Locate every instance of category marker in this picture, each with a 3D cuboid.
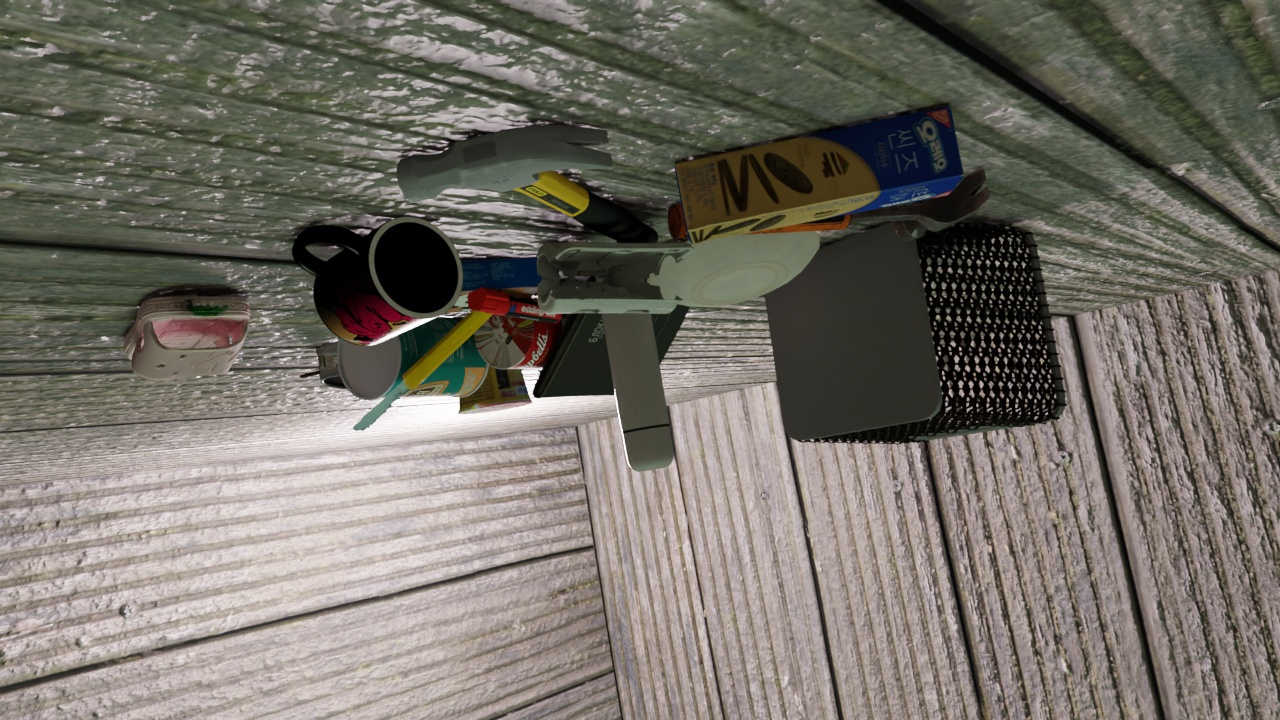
[{"bbox_3d":[-0.119,-0.053,0.902,0.023,0.021,0.144,-45,161,16],"label":"marker"}]

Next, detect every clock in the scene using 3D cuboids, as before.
[{"bbox_3d":[-0.355,0.004,1.187,0.148,0.056,0.104,-7,166,23],"label":"clock"}]

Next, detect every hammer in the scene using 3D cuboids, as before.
[{"bbox_3d":[-0.047,-0.121,0.713,0.127,0.029,0.323,-11,174,18],"label":"hammer"},{"bbox_3d":[0.176,-0.138,0.850,0.313,0.035,0.138,-6,173,-23],"label":"hammer"}]

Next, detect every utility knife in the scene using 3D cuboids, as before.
[{"bbox_3d":[-0.227,0.000,0.994,0.019,0.216,0.030,30,159,33],"label":"utility knife"}]

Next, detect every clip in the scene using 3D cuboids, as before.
[{"bbox_3d":[-0.037,-0.062,0.813,0.126,0.099,0.153,0,166,-29],"label":"clip"}]

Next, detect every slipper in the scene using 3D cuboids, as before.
[{"bbox_3d":[-0.445,-0.013,0.896,0.094,0.064,0.240,-4,173,-38],"label":"slipper"}]

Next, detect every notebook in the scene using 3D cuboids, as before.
[{"bbox_3d":[-0.025,-0.026,1.116,0.208,0.029,0.170,-3,127,-56],"label":"notebook"}]

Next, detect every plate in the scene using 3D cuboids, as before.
[{"bbox_3d":[0.102,-0.093,0.982,0.188,0.027,0.189,-11,161,-4],"label":"plate"}]

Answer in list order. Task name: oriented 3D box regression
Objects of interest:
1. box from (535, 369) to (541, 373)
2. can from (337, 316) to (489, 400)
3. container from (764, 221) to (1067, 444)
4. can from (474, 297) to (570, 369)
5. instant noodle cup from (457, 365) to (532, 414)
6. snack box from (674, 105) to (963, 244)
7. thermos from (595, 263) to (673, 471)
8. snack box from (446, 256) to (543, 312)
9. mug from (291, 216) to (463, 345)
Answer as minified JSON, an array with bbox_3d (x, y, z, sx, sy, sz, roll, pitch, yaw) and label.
[{"bbox_3d":[-0.105,-0.010,1.271,0.093,0.054,0.231,26,-173,17],"label":"box"},{"bbox_3d":[-0.260,-0.005,1.063,0.099,0.099,0.143,-14,172,31],"label":"can"},{"bbox_3d":[0.325,-0.026,1.122,0.243,0.245,0.248,0,169,-39],"label":"container"},{"bbox_3d":[-0.126,-0.032,1.086,0.087,0.086,0.116,-13,172,30],"label":"can"},{"bbox_3d":[-0.200,0.010,1.218,0.100,0.112,0.100,-10,173,-1],"label":"instant noodle cup"},{"bbox_3d":[0.132,-0.138,0.693,0.207,0.056,0.057,-11,172,8],"label":"snack box"},{"bbox_3d":[-0.006,0.006,0.979,0.052,0.224,0.052,-9,174,-1],"label":"thermos"},{"bbox_3d":[-0.180,-0.071,0.899,0.151,0.034,0.087,-6,171,-26],"label":"snack box"},{"bbox_3d":[-0.217,-0.069,0.731,0.118,0.081,0.098,30,149,-34],"label":"mug"}]
